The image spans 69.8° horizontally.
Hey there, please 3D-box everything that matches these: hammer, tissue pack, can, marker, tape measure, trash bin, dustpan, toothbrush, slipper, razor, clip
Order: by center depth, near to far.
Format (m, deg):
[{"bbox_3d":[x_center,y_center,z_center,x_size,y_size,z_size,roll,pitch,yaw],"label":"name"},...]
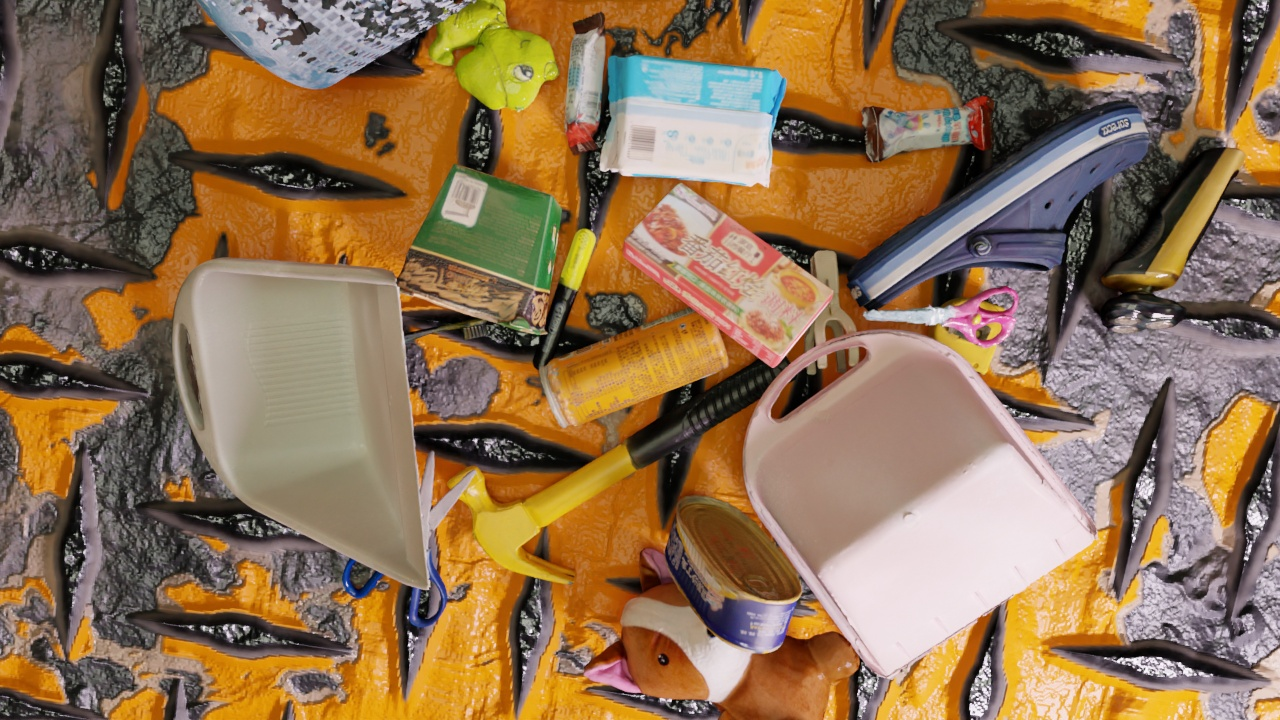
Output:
[{"bbox_3d":[-0.208,-0.307,0.642,0.195,0.226,0.226,-32,96,17],"label":"trash bin"},{"bbox_3d":[-0.263,0.032,0.672,0.142,0.258,0.223,-9,109,-24],"label":"dustpan"},{"bbox_3d":[0.281,-0.104,0.702,0.253,0.105,0.095,-32,89,6],"label":"slipper"},{"bbox_3d":[0.040,-0.186,0.715,0.140,0.063,0.090,6,99,2],"label":"tissue pack"},{"bbox_3d":[0.068,0.163,0.718,0.074,0.148,0.049,5,110,-24],"label":"can"},{"bbox_3d":[0.428,-0.095,0.731,0.067,0.062,0.167,32,91,28],"label":"razor"},{"bbox_3d":[0.153,-0.033,0.734,0.035,0.094,0.102,-1,108,0],"label":"clip"},{"bbox_3d":[-0.004,0.004,0.742,0.146,0.058,0.058,-21,96,3],"label":"can"},{"bbox_3d":[0.215,0.106,0.747,0.223,0.138,0.273,-35,134,7],"label":"dustpan"},{"bbox_3d":[0.267,-0.023,0.752,0.057,0.029,0.060,18,97,-1],"label":"tape measure"},{"bbox_3d":[-0.064,-0.049,0.758,0.018,0.015,0.124,21,98,3],"label":"marker"},{"bbox_3d":[-0.006,0.079,0.765,0.301,0.033,0.129,-32,96,4],"label":"hammer"},{"bbox_3d":[-0.218,-0.010,0.766,0.186,0.012,0.017,-12,108,2],"label":"toothbrush"}]

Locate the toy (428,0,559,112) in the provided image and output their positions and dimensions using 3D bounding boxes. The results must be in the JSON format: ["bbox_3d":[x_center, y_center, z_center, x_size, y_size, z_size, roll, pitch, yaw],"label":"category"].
[{"bbox_3d":[-0.118,-0.241,0.726,0.097,0.031,0.100,-17,93,6],"label":"toy"}]

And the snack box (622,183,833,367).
[{"bbox_3d":[0.067,-0.068,0.715,0.153,0.025,0.075,38,68,11],"label":"snack box"}]

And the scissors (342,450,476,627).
[{"bbox_3d":[-0.195,0.151,0.769,0.155,0.012,0.166,-7,108,9],"label":"scissors"}]

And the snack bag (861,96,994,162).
[{"bbox_3d":[0.230,-0.185,0.733,0.105,0.026,0.045,-5,100,3],"label":"snack bag"}]

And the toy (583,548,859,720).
[{"bbox_3d":[0.067,0.243,0.744,0.199,0.131,0.139,28,59,7],"label":"toy"}]

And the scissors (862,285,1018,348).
[{"bbox_3d":[0.233,-0.034,0.710,0.133,0.017,0.054,0,119,-14],"label":"scissors"}]

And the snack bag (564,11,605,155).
[{"bbox_3d":[-0.044,-0.217,0.724,0.026,0.048,0.104,3,94,-33],"label":"snack bag"}]

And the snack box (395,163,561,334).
[{"bbox_3d":[-0.116,-0.087,0.705,0.118,0.117,0.105,17,93,-1],"label":"snack box"}]
